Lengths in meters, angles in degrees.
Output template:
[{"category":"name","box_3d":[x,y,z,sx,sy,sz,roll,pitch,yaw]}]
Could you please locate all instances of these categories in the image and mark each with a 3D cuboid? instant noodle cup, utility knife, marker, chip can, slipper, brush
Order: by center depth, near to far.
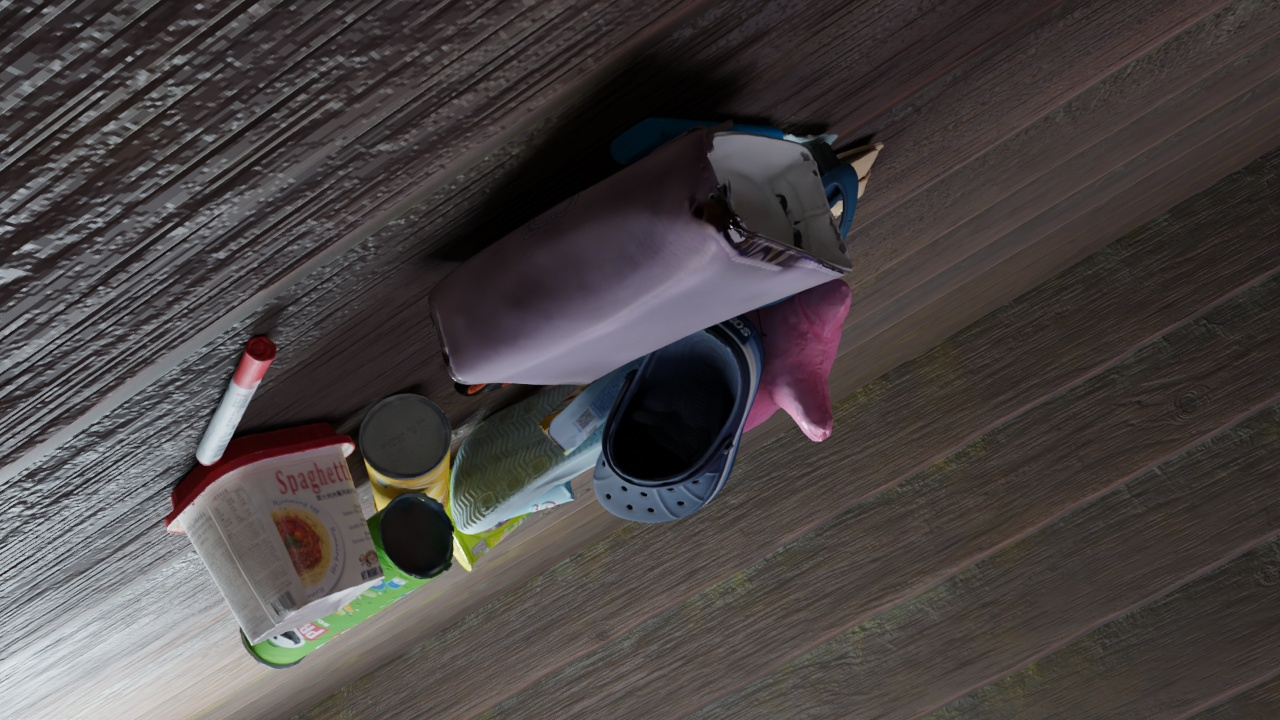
[{"category":"marker","box_3d":[-0.247,0.028,0.556,0.017,0.017,0.146,-17,162,-43]},{"category":"utility knife","box_3d":[0.067,-0.139,0.584,0.224,0.018,0.034,-14,166,-47]},{"category":"instant noodle cup","box_3d":[-0.257,0.125,0.662,0.117,0.124,0.116,-36,165,30]},{"category":"brush","box_3d":[0.102,-0.086,0.666,0.144,0.073,0.055,-43,164,27]},{"category":"slipper","box_3d":[0.023,0.062,0.724,0.095,0.105,0.254,-41,163,-42]},{"category":"chip can","box_3d":[-0.248,0.187,0.763,0.237,0.072,0.072,-35,166,33]},{"category":"chip can","box_3d":[-0.198,0.095,0.789,0.072,0.072,0.214,-24,166,-21]},{"category":"slipper","box_3d":[-0.081,0.084,0.882,0.246,0.104,0.074,-30,143,14]},{"category":"instant noodle cup","box_3d":[-0.165,0.149,1.005,0.123,0.111,0.112,-32,169,-21]}]

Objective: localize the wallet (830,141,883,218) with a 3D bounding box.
[{"category":"wallet","box_3d":[0.153,-0.137,0.763,0.087,0.024,0.115,-27,166,-13]}]

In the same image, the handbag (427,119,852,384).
[{"category":"handbag","box_3d":[-0.004,-0.055,0.521,0.197,0.098,0.144,-24,174,32]}]

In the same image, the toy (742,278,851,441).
[{"category":"toy","box_3d":[0.105,-0.005,0.736,0.074,0.194,0.179,6,118,-25]}]

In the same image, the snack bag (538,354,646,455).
[{"category":"snack bag","box_3d":[-0.005,0.005,0.781,0.191,0.039,0.110,-42,164,-8]}]

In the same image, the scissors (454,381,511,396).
[{"category":"scissors","box_3d":[-0.047,-0.044,0.716,0.234,0.021,0.152,-35,172,-4]}]
